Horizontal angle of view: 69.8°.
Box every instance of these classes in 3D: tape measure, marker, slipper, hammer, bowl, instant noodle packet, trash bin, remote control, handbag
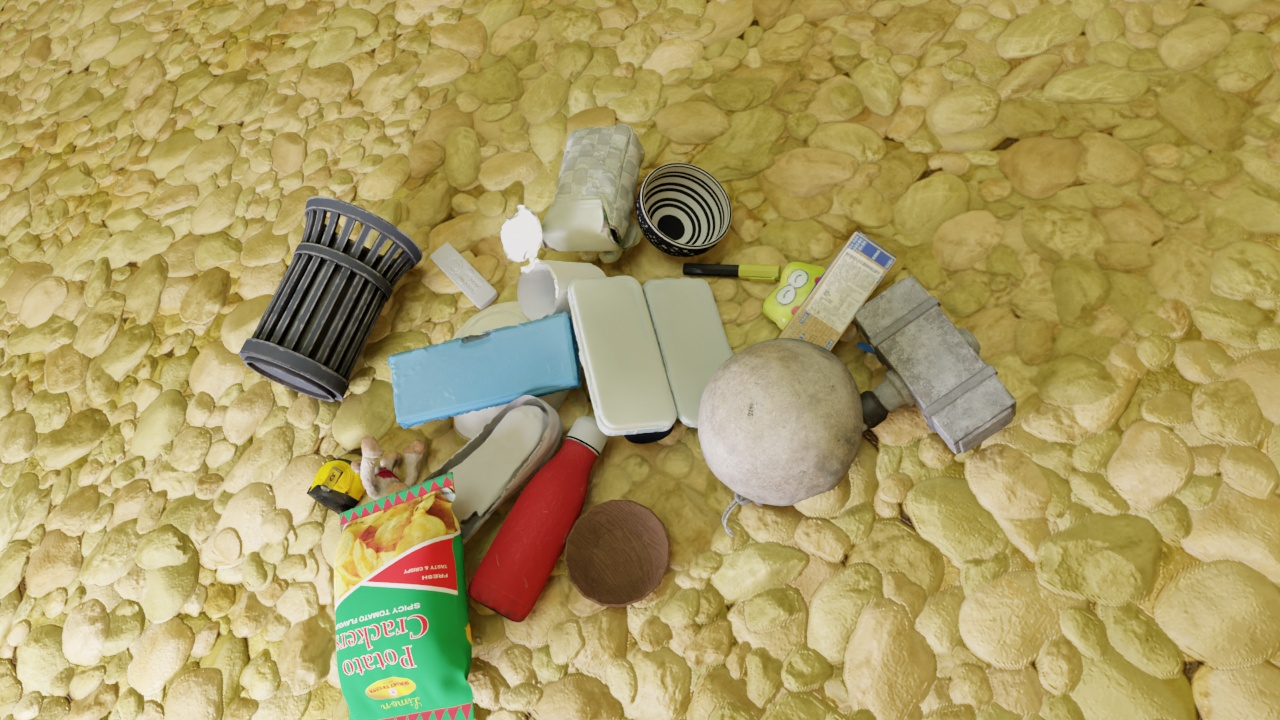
[{"bbox_3d":[-0.377,0.153,1.145,0.066,0.037,0.064,23,73,27],"label":"tape measure"},{"bbox_3d":[0.112,-0.110,1.135,0.124,0.017,0.021,5,64,22],"label":"marker"},{"bbox_3d":[-0.188,0.140,1.068,0.247,0.074,0.112,-45,52,4],"label":"slipper"},{"bbox_3d":[0.212,0.071,0.970,0.326,0.079,0.177,-36,65,9],"label":"hammer"},{"bbox_3d":[-0.173,-0.004,1.149,0.189,0.060,0.219,18,70,26],"label":"bowl"},{"bbox_3d":[0.047,-0.180,1.158,0.120,0.066,0.120,6,68,-16],"label":"bowl"},{"bbox_3d":[0.130,0.055,0.934,0.179,0.081,0.178,-9,71,26],"label":"bowl"},{"bbox_3d":[-0.260,0.268,0.995,0.196,0.090,0.252,-22,67,31],"label":"instant noodle packet"},{"bbox_3d":[-0.023,0.211,0.998,0.118,0.030,0.117,-5,65,10],"label":"bowl"},{"bbox_3d":[-0.412,-0.074,1.210,0.164,0.164,0.227,14,72,24],"label":"trash bin"},{"bbox_3d":[-0.242,-0.117,1.258,0.033,0.012,0.131,-41,59,-9],"label":"remote control"},{"bbox_3d":[-0.048,-0.213,1.185,0.113,0.123,0.171,0,67,28],"label":"handbag"}]

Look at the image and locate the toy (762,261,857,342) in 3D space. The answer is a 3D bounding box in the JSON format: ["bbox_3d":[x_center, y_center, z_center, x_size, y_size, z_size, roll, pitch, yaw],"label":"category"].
[{"bbox_3d":[0.205,-0.064,1.065,0.115,0.046,0.092,29,77,20],"label":"toy"}]

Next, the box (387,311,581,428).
[{"bbox_3d":[-0.182,0.014,1.089,0.232,0.052,0.093,-14,76,11],"label":"box"}]

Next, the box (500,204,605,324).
[{"bbox_3d":[-0.103,-0.116,1.136,0.081,0.106,0.150,-22,79,39],"label":"box"}]

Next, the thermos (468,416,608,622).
[{"bbox_3d":[-0.105,0.170,1.026,0.073,0.073,0.239,20,70,26],"label":"thermos"}]

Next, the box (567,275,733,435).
[{"bbox_3d":[0.020,-0.011,1.054,0.188,0.037,0.208,-4,59,-16],"label":"box"}]

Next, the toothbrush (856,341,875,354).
[{"bbox_3d":[0.313,0.013,1.005,0.167,0.016,0.014,22,75,27],"label":"toothbrush"}]

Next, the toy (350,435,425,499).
[{"bbox_3d":[-0.305,0.149,1.103,0.074,0.085,0.105,-24,66,30],"label":"toy"}]

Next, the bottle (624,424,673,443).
[{"bbox_3d":[-0.006,0.006,1.088,0.059,0.059,0.181,-17,59,9],"label":"bottle"}]

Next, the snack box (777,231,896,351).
[{"bbox_3d":[0.197,-0.042,1.013,0.056,0.057,0.207,36,94,7],"label":"snack box"}]
